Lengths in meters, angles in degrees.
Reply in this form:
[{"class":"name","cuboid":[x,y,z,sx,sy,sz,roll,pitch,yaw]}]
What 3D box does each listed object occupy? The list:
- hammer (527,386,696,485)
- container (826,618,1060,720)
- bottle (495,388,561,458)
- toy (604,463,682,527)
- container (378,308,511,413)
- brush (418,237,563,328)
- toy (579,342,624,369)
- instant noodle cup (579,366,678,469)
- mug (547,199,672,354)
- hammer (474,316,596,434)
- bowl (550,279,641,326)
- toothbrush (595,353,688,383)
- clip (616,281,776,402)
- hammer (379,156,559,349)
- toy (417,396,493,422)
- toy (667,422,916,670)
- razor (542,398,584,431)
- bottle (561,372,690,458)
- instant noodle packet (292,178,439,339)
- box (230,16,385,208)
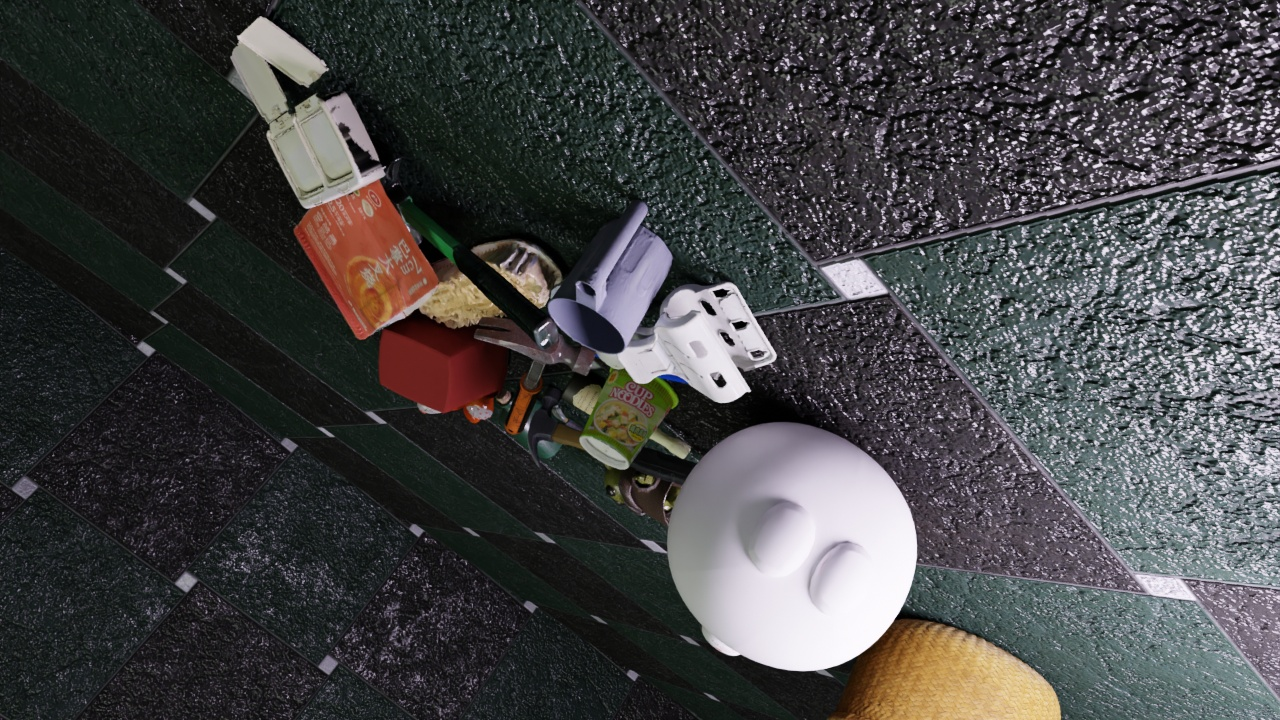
[{"class":"hammer","cuboid":[-0.006,0.134,1.267,0.333,0.117,0.025,16,156,18]},{"class":"container","cuboid":[0.456,0.525,1.373,0.307,0.196,0.307,24,155,11]},{"class":"bottle","cuboid":[-0.176,0.090,1.415,0.061,0.061,0.131,9,148,45]},{"class":"toy","cuboid":[0.012,0.197,1.386,0.153,0.078,0.179,15,155,33]},{"class":"container","cuboid":[-0.245,-0.016,1.253,0.148,0.200,0.127,22,118,20]},{"class":"brush","cuboid":[-0.187,-0.090,1.083,0.083,0.056,0.272,46,152,-27]},{"class":"toy","cuboid":[-0.029,-0.015,1.072,0.123,0.038,0.079,16,160,35]},{"class":"instant noodle cup","cuboid":[-0.020,0.072,1.144,0.099,0.107,0.099,25,155,13]},{"class":"mug","cuboid":[-0.026,-0.080,0.858,0.084,0.103,0.124,26,156,11]},{"class":"hammer","cuboid":[-0.156,0.032,1.182,0.138,0.034,0.315,21,154,-6]},{"class":"bowl","cuboid":[-0.042,-0.061,0.993,0.106,0.039,0.106,25,156,12]},{"class":"toothbrush","cuboid":[-0.007,0.006,1.113,0.183,0.016,0.018,14,157,34]},{"class":"clip","cuboid":[0.047,-0.007,0.915,0.152,0.095,0.126,-18,131,19]},{"class":"hammer","cuboid":[-0.187,-0.108,0.952,0.319,0.032,0.130,40,154,35]},{"class":"toy","cuboid":[-0.307,0.036,1.426,0.163,0.092,0.173,35,157,-14]},{"class":"toy","cuboid":[0.156,0.205,1.017,0.263,0.265,0.281,34,172,-1]},{"class":"razor","cuboid":[-0.090,0.103,1.392,0.144,0.022,0.043,41,155,-23]},{"class":"bottle","cuboid":[-0.016,0.077,1.224,0.184,0.045,0.045,31,156,0]},{"class":"instant noodle packet","cuboid":[-0.305,-0.129,1.046,0.164,0.083,0.221,61,150,-5]},{"class":"box","cuboid":[-0.352,-0.250,0.942,0.144,0.050,0.184,-8,113,46]}]
